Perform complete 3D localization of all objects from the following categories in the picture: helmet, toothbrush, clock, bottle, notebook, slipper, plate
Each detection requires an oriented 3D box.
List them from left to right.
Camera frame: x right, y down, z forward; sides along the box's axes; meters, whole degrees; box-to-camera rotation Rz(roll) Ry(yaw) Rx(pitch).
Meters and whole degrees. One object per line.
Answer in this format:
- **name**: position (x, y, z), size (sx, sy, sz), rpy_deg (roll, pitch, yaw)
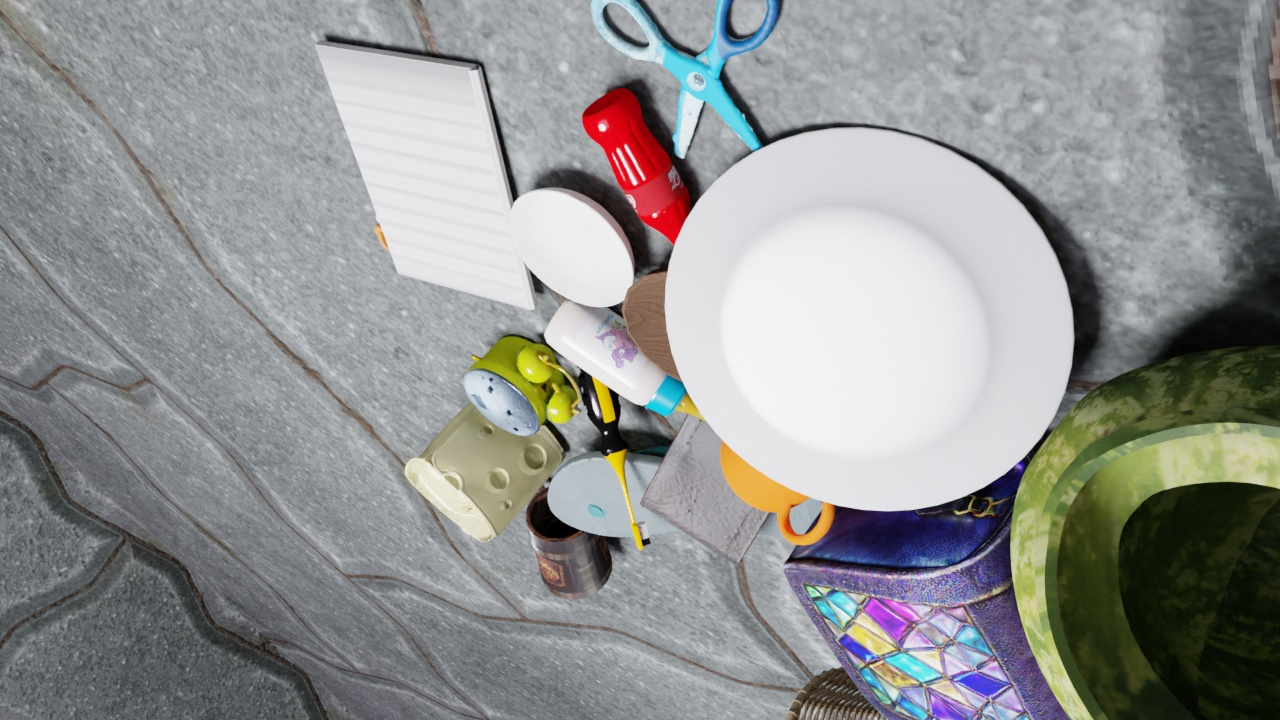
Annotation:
- **notebook**: position (-0.158, -0.135, 0.702), size (0.143, 0.009, 0.210), rpy_deg (16, 139, 23)
- **clock**: position (-0.102, 0.023, 0.817), size (0.119, 0.056, 0.083), rpy_deg (2, 133, 39)
- **plate**: position (-0.045, -0.086, 0.663), size (0.104, 0.026, 0.104), rpy_deg (23, 144, 18)
- **toothbrush**: position (-0.023, 0.072, 0.779), size (0.031, 0.030, 0.197), rpy_deg (-153, 47, -70)
- **bottle**: position (-0.004, 0.004, 0.717), size (0.146, 0.051, 0.051), rpy_deg (34, 146, 1)
- **bottle**: position (0.007, -0.112, 0.580), size (0.036, 0.036, 0.119), rpy_deg (-4, 131, 43)
- **slipper**: position (0.035, 0.109, 0.822), size (0.269, 0.054, 0.098), rpy_deg (-3, 127, 28)
- **plate**: position (0.122, -0.013, 0.542), size (0.243, 0.016, 0.243), rpy_deg (13, 119, 24)
- **helmet**: position (0.299, 0.105, 0.426), size (0.246, 0.213, 0.243), rpy_deg (13, -157, -41)

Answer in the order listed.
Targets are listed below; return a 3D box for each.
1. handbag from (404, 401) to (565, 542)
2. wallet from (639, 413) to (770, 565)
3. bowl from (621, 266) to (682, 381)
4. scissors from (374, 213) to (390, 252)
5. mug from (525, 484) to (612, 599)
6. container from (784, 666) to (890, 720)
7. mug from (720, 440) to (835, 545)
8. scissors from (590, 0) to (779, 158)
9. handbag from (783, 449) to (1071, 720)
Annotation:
- **handbag**: position (-0.147, 0.097, 0.892), size (0.111, 0.119, 0.081), rpy_deg (43, 144, -6)
- **wallet**: position (0.064, 0.099, 0.751), size (0.099, 0.031, 0.120), rpy_deg (31, 115, 7)
- **bowl**: position (0.046, -0.027, 0.652), size (0.118, 0.030, 0.118), rpy_deg (20, 143, 15)
- **scissors**: position (-0.174, -0.089, 0.782), size (0.128, 0.013, 0.064), rpy_deg (31, 146, 7)
- **mug**: position (-0.086, 0.183, 0.990), size (0.116, 0.079, 0.107), rpy_deg (43, 154, 38)
- **container**: position (0.266, 0.380, 0.804), size (0.227, 0.226, 0.197), rpy_deg (46, 137, -16)
- **mug**: position (0.113, 0.073, 0.651), size (0.077, 0.112, 0.096), rpy_deg (6, 152, -20)
- **scissors**: position (0.036, -0.168, 0.511), size (0.134, 0.011, 0.138), rpy_deg (48, 143, -14)
- **handbag**: position (0.235, 0.168, 0.627), size (0.223, 0.125, 0.205), rpy_deg (-5, 124, 53)
